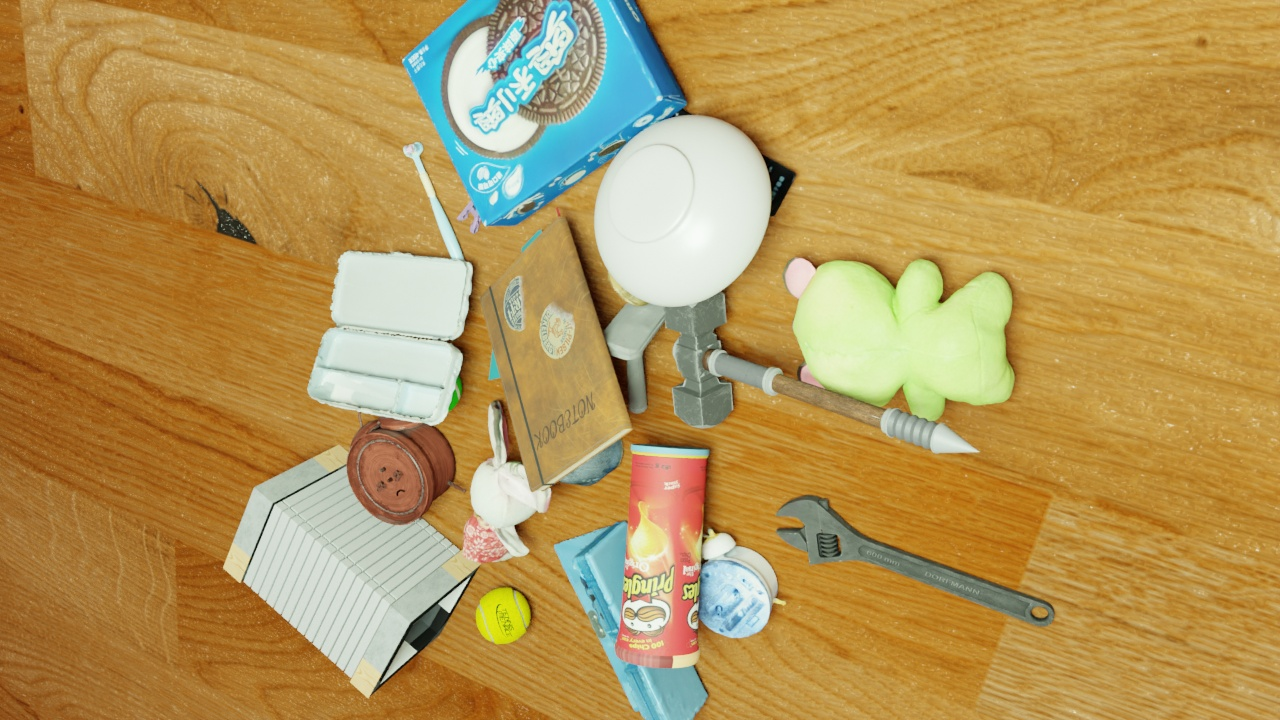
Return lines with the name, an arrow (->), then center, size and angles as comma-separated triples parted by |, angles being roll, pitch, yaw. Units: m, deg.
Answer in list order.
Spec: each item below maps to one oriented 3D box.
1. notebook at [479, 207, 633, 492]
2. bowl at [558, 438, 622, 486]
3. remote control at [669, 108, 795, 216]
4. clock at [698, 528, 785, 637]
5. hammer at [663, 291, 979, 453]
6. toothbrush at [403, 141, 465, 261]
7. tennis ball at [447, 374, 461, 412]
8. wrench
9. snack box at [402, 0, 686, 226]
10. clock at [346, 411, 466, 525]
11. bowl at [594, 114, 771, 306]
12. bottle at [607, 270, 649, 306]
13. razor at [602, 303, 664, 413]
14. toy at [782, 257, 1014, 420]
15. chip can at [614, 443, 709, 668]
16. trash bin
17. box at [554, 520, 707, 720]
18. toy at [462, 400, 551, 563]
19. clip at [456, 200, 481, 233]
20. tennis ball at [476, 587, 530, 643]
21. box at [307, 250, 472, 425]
notebook -> -0.100, -0.007, 0.938 | 0.179, 0.014, 0.249 | -37, 62, 41
bowl -> -0.080, 0.093, 1.006 | 0.110, 0.055, 0.110 | 8, 108, 24
remote control -> 0.074, -0.192, 0.863 | 0.150, 0.022, 0.047 | 34, 118, 14
clock -> 0.089, 0.233, 0.972 | 0.125, 0.051, 0.089 | 42, 119, 8
hammer -> 0.145, 0.028, 0.801 | 0.323, 0.043, 0.156 | 20, 126, 46
toothbrush -> -0.223, -0.166, 1.014 | 0.155, 0.022, 0.016 | 68, 161, -7
tennis ball -> -0.239, 0.032, 1.055 | 0.065, 0.065, 0.065 | 8, 109, 23
wrench -> 0.262, 0.200, 0.900 | 0.273, 0.018, 0.073 | 18, 113, 18
snack box -> -0.099, -0.270, 0.890 | 0.239, 0.056, 0.195 | -29, 86, 29
clock -> -0.291, 0.116, 1.103 | 0.121, 0.072, 0.157 | -32, 92, 30
bowl -> 0.024, -0.140, 0.815 | 0.177, 0.066, 0.176 | -7, 78, 32
bottle -> 0.043, -0.113, 0.873 | 0.166, 0.059, 0.059 | -32, 91, 34
razor -> -0.006, 0.006, 0.942 | 0.047, 0.088, 0.116 | 13, 130, 21
toy -> 0.223, -0.017, 0.805 | 0.197, 0.107, 0.150 | -2, 108, 18
chip can -> 0.024, 0.195, 0.934 | 0.087, 0.087, 0.213 | 2, 87, 25
trash bin -> -0.357, 0.254, 1.137 | 0.247, 0.142, 0.143 | 37, 118, 11
box -> -0.028, 0.309, 1.033 | 0.112, 0.094, 0.231 | -22, 96, 33
toy -> -0.155, 0.162, 1.042 | 0.159, 0.084, 0.195 | 51, 137, 42
clip -> -0.178, -0.159, 0.997 | 0.052, 0.014, 0.043 | -24, 95, 31
tennis ball -> -0.165, 0.308, 1.108 | 0.065, 0.065, 0.065 | 8, 109, 23
box -> -0.284, -0.029, 1.039 | 0.210, 0.045, 0.191 | 5, 83, 29
